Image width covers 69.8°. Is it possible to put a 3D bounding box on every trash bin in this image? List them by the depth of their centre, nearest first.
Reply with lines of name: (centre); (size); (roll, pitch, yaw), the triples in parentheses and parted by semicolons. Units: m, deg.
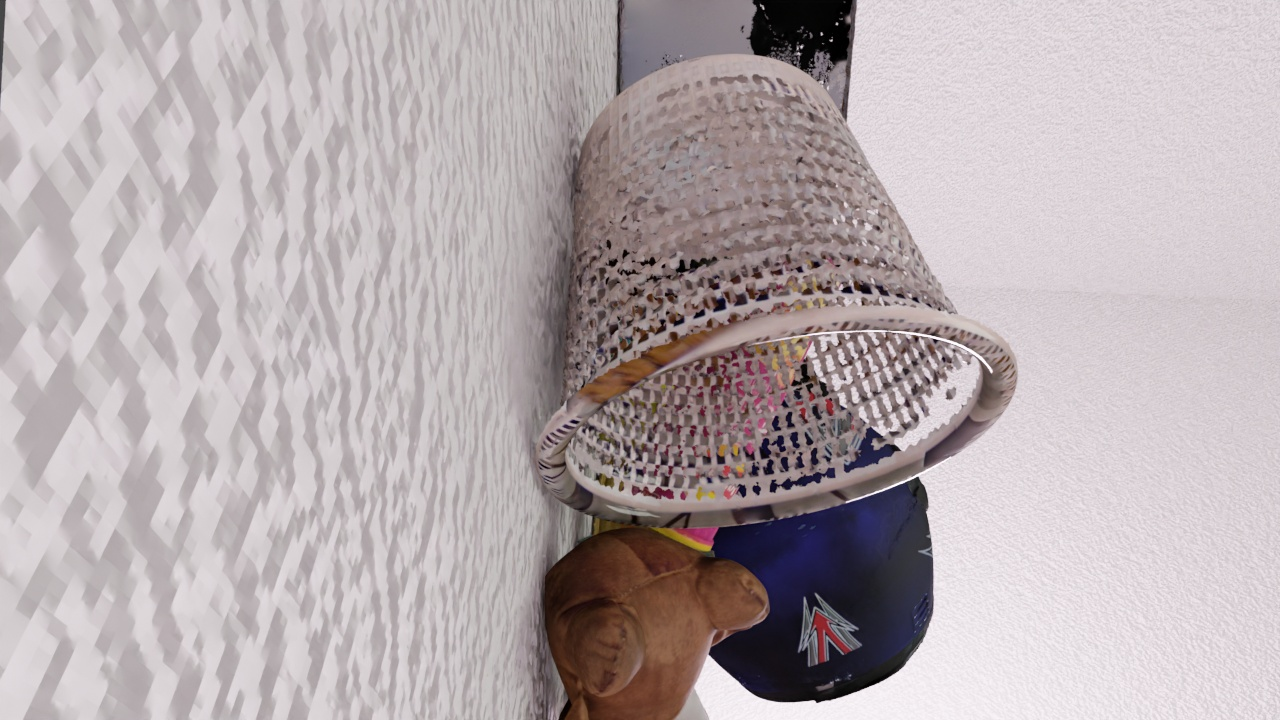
trash bin: (0.050, -0.039, 0.480); (0.228, 0.227, 0.191); (85, -4, -61)

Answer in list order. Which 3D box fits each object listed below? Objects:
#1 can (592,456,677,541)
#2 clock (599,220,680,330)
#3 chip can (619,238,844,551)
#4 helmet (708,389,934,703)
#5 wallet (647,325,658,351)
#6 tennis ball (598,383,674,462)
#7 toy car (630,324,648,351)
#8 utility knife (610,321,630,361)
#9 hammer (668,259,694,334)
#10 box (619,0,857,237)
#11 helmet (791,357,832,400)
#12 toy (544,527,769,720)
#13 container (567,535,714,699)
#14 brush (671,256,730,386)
can: (0.002, 0.128, 0.701); (0.049, 0.074, 0.148); (87, 6, -76)
clock: (0.001, -0.078, 0.652); (0.082, 0.055, 0.122); (-66, 161, -77)
chip can: (0.061, 0.016, 0.602); (0.210, 0.071, 0.071); (-62, 174, -3)
helmet: (0.130, 0.146, 0.843); (0.315, 0.247, 0.240); (-59, 126, -83)
wallet: (-0.005, 0.005, 0.823); (0.115, 0.033, 0.090); (-77, 171, -49)
tennis ball: (0.000, 0.041, 0.655); (0.065, 0.065, 0.065); (5, 88, -86)
toy car: (-0.003, -0.061, 0.749); (0.056, 0.037, 0.122); (16, 82, -82)
utility knife: (-0.013, -0.054, 0.710); (0.029, 0.013, 0.151); (2, 91, -46)
hammer: (0.031, -0.054, 0.752); (0.128, 0.033, 0.301); (-73, 171, -53)
box: (0.074, -0.178, 0.746); (0.105, 0.179, 0.261); (-76, 168, -67)
helmet: (0.097, 0.085, 1.067); (0.234, 0.230, 0.274); (77, 36, -69)
toy: (0.005, 0.190, 0.492); (0.130, 0.139, 0.200); (40, -50, 43)
container: (0.000, 0.179, 0.615); (0.090, 0.090, 0.111); (62, 33, -81)
brush: (0.065, -0.037, 0.667); (0.063, 0.073, 0.145); (-77, -175, -87)
